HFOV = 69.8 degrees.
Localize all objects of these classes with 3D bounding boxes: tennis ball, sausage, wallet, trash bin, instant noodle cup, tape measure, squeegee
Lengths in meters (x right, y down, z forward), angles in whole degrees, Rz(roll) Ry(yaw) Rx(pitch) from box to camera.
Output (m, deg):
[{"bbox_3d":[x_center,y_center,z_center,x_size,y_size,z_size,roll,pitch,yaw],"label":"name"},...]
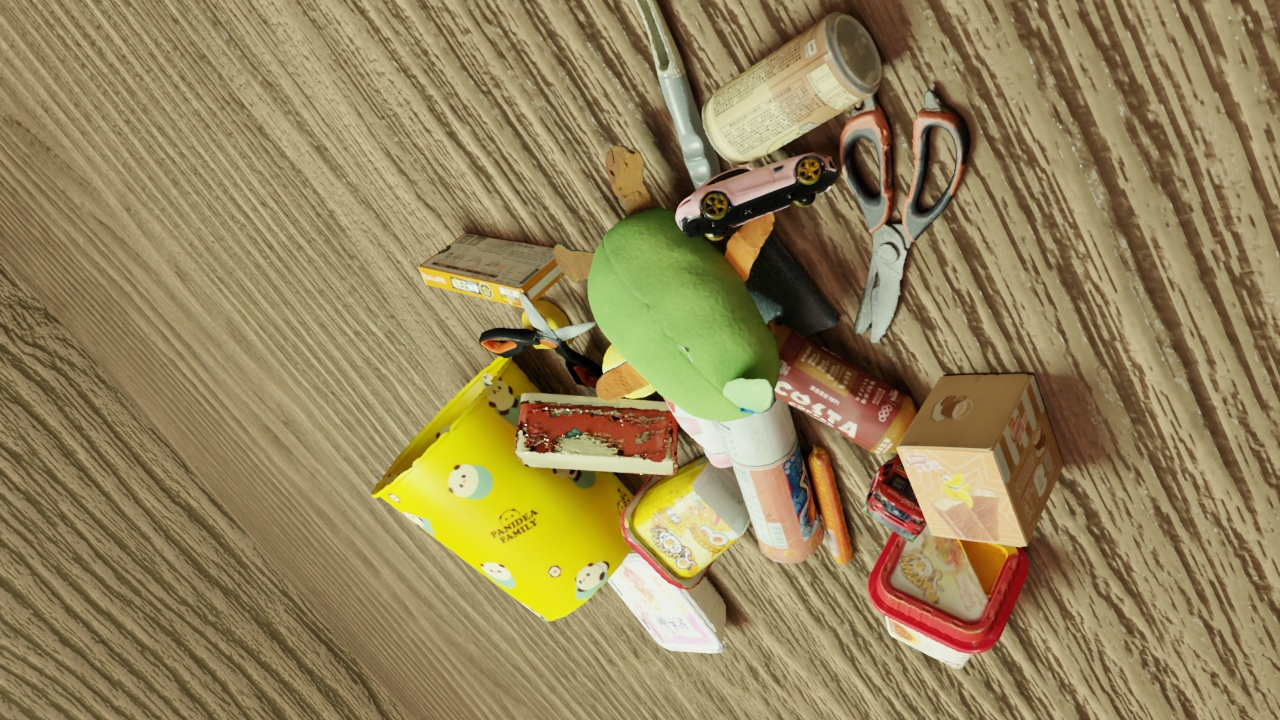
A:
[{"bbox_3d":[-0.005,0.005,0.926,0.065,0.065,0.066,26,141,23],"label":"tennis ball"},{"bbox_3d":[0.190,0.147,0.917,0.021,0.021,0.165,10,133,38],"label":"sausage"},{"bbox_3d":[0.103,-0.053,0.804,0.097,0.019,0.121,51,146,-11],"label":"wallet"},{"bbox_3d":[-0.146,0.157,1.097,0.255,0.228,0.230,45,145,-11],"label":"trash bin"},{"bbox_3d":[0.061,0.166,0.995,0.116,0.115,0.124,45,133,-2],"label":"instant noodle cup"},{"bbox_3d":[0.275,0.212,0.835,0.116,0.116,0.124,23,152,26],"label":"instant noodle cup"},{"bbox_3d":[-0.106,-0.037,1.012,0.060,0.028,0.057,1,126,44],"label":"tape measure"},{"bbox_3d":[0.036,0.295,1.185,0.173,0.060,0.138,52,144,-14],"label":"instant noodle cup"},{"bbox_3d":[0.020,-0.222,0.695,0.247,0.039,0.247,-7,130,26],"label":"squeegee"}]

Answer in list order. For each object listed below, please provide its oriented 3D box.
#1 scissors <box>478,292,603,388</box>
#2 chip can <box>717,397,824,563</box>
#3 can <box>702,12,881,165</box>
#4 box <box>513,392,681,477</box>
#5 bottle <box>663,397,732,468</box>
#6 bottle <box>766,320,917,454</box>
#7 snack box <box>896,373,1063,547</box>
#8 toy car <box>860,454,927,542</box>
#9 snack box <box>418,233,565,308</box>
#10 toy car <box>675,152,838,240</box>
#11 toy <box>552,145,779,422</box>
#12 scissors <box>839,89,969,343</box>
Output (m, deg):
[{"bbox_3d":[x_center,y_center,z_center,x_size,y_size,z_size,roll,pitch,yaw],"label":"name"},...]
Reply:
[{"bbox_3d":[-0.090,-0.018,0.954,0.221,0.021,0.224,1,155,43],"label":"scissors"},{"bbox_3d":[0.124,0.102,0.886,0.071,0.071,0.215,11,136,37],"label":"chip can"},{"bbox_3d":[0.102,-0.183,0.626,0.117,0.058,0.058,-22,110,44],"label":"can"},{"bbox_3d":[-0.043,0.086,0.957,0.168,0.079,0.091,3,162,4],"label":"box"},{"bbox_3d":[0.051,0.021,0.887,0.068,0.068,0.197,3,130,43],"label":"bottle"},{"bbox_3d":[0.172,0.031,0.777,0.175,0.057,0.058,30,143,5],"label":"bottle"},{"bbox_3d":[0.264,0.075,0.711,0.077,0.092,0.094,-2,125,45],"label":"snack box"},{"bbox_3d":[0.221,0.113,0.780,0.053,0.120,0.045,29,108,11],"label":"toy car"},{"bbox_3d":[-0.154,-0.096,0.957,0.154,0.075,0.026,14,135,35],"label":"snack box"},{"bbox_3d":[0.084,-0.123,0.672,0.056,0.122,0.037,66,-176,-80],"label":"toy car"},{"bbox_3d":[0.026,-0.046,0.753,0.246,0.089,0.228,53,125,17],"label":"toy"},{"bbox_3d":[0.177,-0.101,0.686,0.194,0.015,0.207,48,144,-8],"label":"scissors"}]
